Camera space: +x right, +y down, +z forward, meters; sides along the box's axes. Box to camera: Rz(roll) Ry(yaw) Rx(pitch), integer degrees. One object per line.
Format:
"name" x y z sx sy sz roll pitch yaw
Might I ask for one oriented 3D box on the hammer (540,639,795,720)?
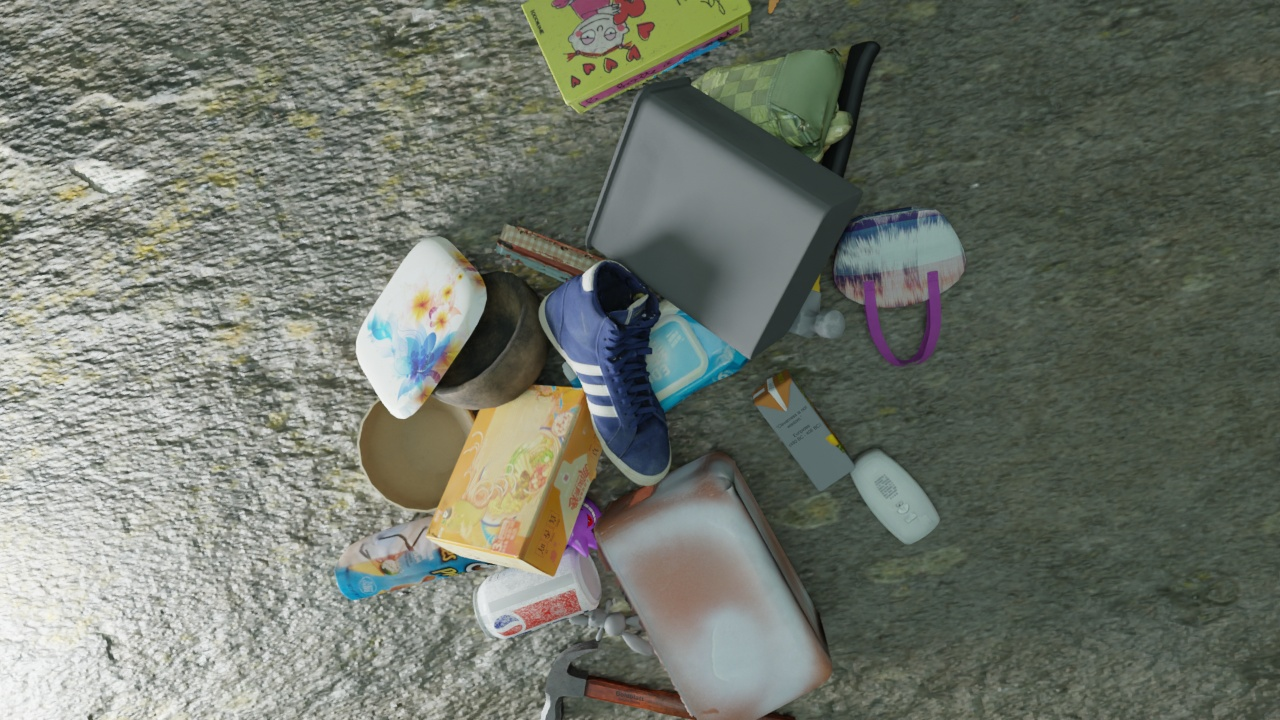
"hammer" 0.035 0.410 1.097 0.301 0.028 0.111 10 98 7

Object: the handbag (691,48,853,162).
"handbag" 0.134 -0.254 0.975 0.187 0.117 0.113 0 58 38

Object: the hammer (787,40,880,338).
"hammer" 0.202 -0.183 0.985 0.029 0.127 0.323 15 87 -28

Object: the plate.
"plate" -0.256 -0.044 1.037 0.187 0.016 0.187 -54 45 9

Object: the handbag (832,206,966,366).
"handbag" 0.282 -0.077 1.000 0.145 0.068 0.170 -8 101 10

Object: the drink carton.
"drink carton" 0.180 0.076 1.020 0.048 0.076 0.125 -36 94 10

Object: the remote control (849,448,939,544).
"remote control" 0.284 0.152 1.034 0.060 0.028 0.114 -42 89 10

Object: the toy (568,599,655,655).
"toy" -0.030 0.315 1.096 0.112 0.030 0.049 15 83 12

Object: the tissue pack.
"tissue pack" 0.015 0.003 1.041 0.209 0.066 0.117 -32 89 12

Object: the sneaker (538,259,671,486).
"sneaker" -0.007 0.005 0.942 0.119 0.091 0.233 -37 79 48

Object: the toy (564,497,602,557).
"toy" -0.076 0.187 1.061 0.106 0.088 0.056 43 106 2

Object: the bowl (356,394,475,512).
"bowl" -0.255 0.101 1.095 0.152 0.050 0.152 1 96 8

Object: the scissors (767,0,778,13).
"scissors" 0.161 -0.440 1.000 0.130 0.011 0.125 22 97 7

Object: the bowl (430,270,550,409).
"bowl" -0.169 -0.015 1.031 0.162 0.162 0.070 -38 134 10

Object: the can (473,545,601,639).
"can" -0.121 0.274 1.080 0.136 0.078 0.078 -22 92 10

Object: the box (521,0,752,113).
"box" -0.001 -0.373 0.996 0.221 0.082 0.124 -22 92 11

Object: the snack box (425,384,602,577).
"snack box" -0.125 0.128 1.007 0.145 0.080 0.194 2 62 37

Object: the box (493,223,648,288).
"box" -0.075 -0.115 1.049 0.187 0.058 0.060 22 57 5

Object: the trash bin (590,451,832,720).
"trash bin" 0.083 0.242 0.997 0.157 0.181 0.259 -30 90 8

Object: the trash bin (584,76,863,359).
"trash bin" 0.076 -0.142 0.917 0.220 0.097 0.192 37 128 18

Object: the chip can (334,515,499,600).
"chip can" -0.248 0.225 1.096 0.230 0.079 0.080 -16 93 9
